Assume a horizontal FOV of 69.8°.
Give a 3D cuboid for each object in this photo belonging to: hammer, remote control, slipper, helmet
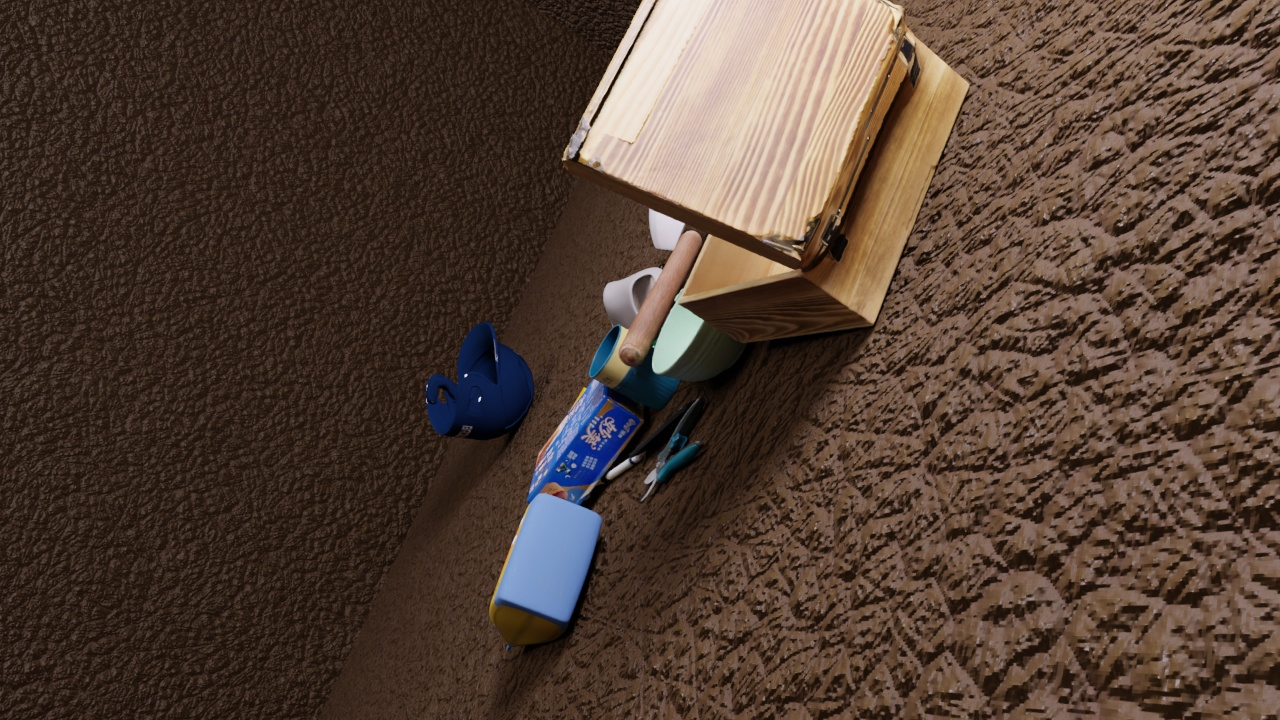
[{"bbox_3d":[0.035,-0.096,1.240,0.158,0.037,0.299,113,-177,-47],"label":"hammer"},{"bbox_3d":[0.030,0.087,1.164,0.030,0.009,0.140,-23,-16,-42],"label":"remote control"},{"bbox_3d":[-0.027,-0.087,1.491,0.266,0.080,0.113,178,90,-74],"label":"slipper"},{"bbox_3d":[-0.354,0.047,2.110,0.233,0.222,0.272,-4,88,56],"label":"helmet"}]

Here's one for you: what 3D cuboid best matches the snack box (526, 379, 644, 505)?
[{"bbox_3d":[-0.078,0.115,1.347,0.203,0.069,0.154,-53,13,18],"label":"snack box"}]

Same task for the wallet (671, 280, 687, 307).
[{"bbox_3d":[0.080,-0.108,1.375,0.091,0.018,0.115,-59,12,9],"label":"wallet"}]

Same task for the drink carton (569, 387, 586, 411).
[{"bbox_3d":[-0.095,0.113,1.462,0.122,0.058,0.040,-58,15,11],"label":"drink carton"}]

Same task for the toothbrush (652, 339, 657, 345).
[{"bbox_3d":[0.001,-0.004,1.444,0.190,0.017,0.016,-35,29,56],"label":"toothbrush"}]

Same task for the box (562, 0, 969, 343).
[{"bbox_3d":[0.106,-0.217,0.870,0.284,0.323,0.278,-5,56,62],"label":"box"}]

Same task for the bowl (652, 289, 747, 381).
[{"bbox_3d":[0.083,-0.035,1.104,0.151,0.077,0.150,-54,16,24],"label":"bowl"}]

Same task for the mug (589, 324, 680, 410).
[{"bbox_3d":[-0.008,0.007,1.272,0.083,0.107,0.113,-62,15,3],"label":"mug"}]

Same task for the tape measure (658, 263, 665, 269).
[{"bbox_3d":[0.032,-0.122,1.514,0.061,0.034,0.061,-19,58,59],"label":"tape measure"}]

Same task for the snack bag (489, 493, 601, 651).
[{"bbox_3d":[-0.136,0.291,1.223,0.206,0.102,0.158,119,171,-56],"label":"snack bag"}]

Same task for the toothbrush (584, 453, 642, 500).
[{"bbox_3d":[-0.043,0.165,1.290,0.187,0.012,0.017,-41,38,53],"label":"toothbrush"}]

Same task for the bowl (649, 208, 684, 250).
[{"bbox_3d":[0.067,-0.199,1.409,0.116,0.116,0.066,-142,59,-75],"label":"bowl"}]

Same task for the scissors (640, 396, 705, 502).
[{"bbox_3d":[0.042,0.111,1.089,0.154,0.019,0.124,-63,13,2],"label":"scissors"}]
